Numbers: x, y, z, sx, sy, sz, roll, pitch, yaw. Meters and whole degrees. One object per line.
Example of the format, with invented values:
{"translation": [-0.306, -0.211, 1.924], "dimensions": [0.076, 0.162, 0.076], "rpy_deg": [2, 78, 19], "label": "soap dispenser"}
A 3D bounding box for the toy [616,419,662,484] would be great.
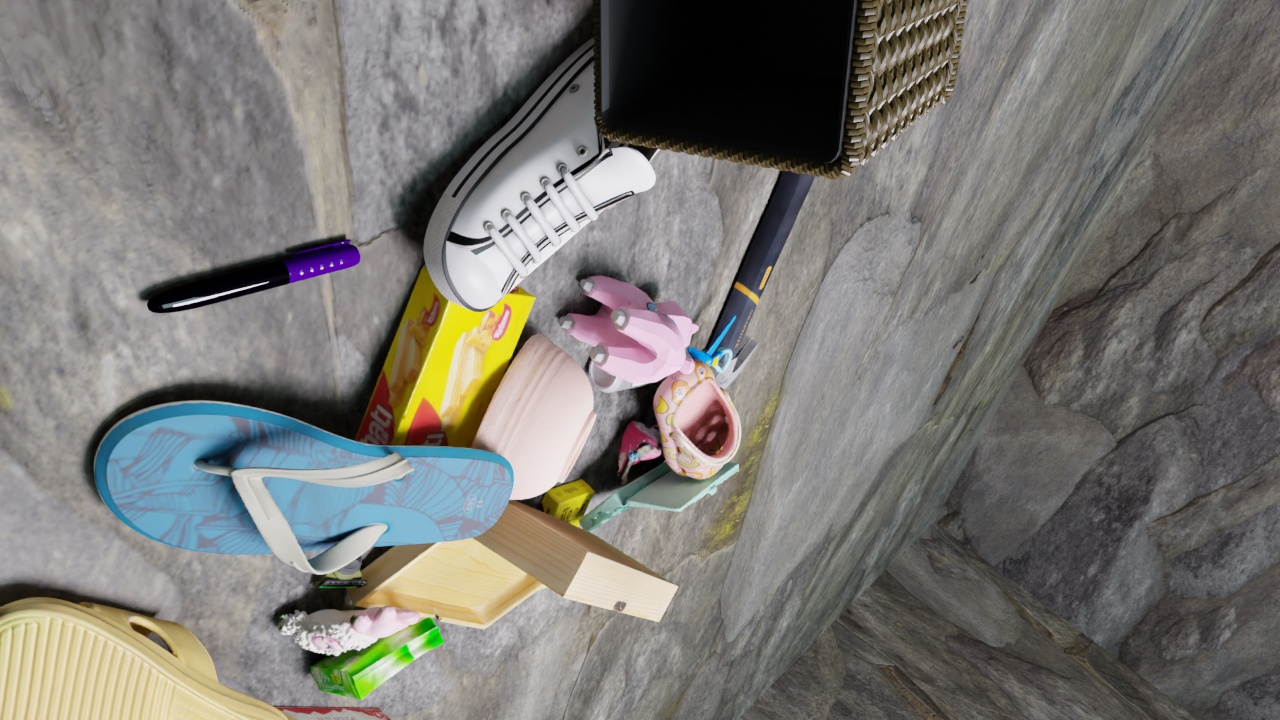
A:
{"translation": [-0.002, 0.093, 1.064], "dimensions": [0.066, 0.050, 0.102], "rpy_deg": [-41, -178, 24], "label": "toy"}

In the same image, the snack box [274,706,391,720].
{"translation": [-0.340, 0.376, 0.889], "dimensions": [0.076, 0.044, 0.273], "rpy_deg": [-55, 154, -6], "label": "snack box"}

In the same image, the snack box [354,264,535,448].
{"translation": [-0.160, 0.028, 0.716], "dimensions": [0.092, 0.042, 0.201], "rpy_deg": [4, 114, -58], "label": "snack box"}

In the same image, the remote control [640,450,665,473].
{"translation": [0.048, 0.085, 1.111], "dimensions": [0.045, 0.021, 0.141], "rpy_deg": [-23, 158, -53], "label": "remote control"}

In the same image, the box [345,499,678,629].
{"translation": [-0.116, 0.206, 0.908], "dimensions": [0.253, 0.118, 0.247], "rpy_deg": [-13, 155, 16], "label": "box"}

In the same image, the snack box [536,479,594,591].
{"translation": [-0.105, 0.206, 1.057], "dimensions": [0.061, 0.025, 0.149], "rpy_deg": [-11, 132, -52], "label": "snack box"}

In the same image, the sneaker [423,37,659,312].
{"translation": [-0.041, -0.127, 0.639], "dimensions": [0.245, 0.097, 0.091], "rpy_deg": [-49, 140, -14], "label": "sneaker"}

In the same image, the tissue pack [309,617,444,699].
{"translation": [-0.245, 0.275, 0.857], "dimensions": [0.099, 0.034, 0.114], "rpy_deg": [-26, -177, -40], "label": "tissue pack"}

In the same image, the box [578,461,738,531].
{"translation": [0.025, 0.151, 1.086], "dimensions": [0.139, 0.055, 0.186], "rpy_deg": [-22, 179, 27], "label": "box"}

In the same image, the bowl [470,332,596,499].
{"translation": [-0.085, 0.059, 0.790], "dimensions": [0.153, 0.076, 0.153], "rpy_deg": [29, 86, -86], "label": "bowl"}

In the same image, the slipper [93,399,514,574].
{"translation": [-0.212, 0.099, 0.634], "dimensions": [0.294, 0.060, 0.118], "rpy_deg": [11, 116, -39], "label": "slipper"}

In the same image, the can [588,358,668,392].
{"translation": [-0.006, 0.006, 0.945], "dimensions": [0.106, 0.044, 0.044], "rpy_deg": [-10, 132, -52], "label": "can"}

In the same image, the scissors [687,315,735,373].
{"translation": [0.071, 0.003, 1.012], "dimensions": [0.125, 0.013, 0.127], "rpy_deg": [-55, 159, 3], "label": "scissors"}

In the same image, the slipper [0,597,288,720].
{"translation": [-0.355, 0.238, 0.649], "dimensions": [0.099, 0.078, 0.263], "rpy_deg": [-44, 132, -9], "label": "slipper"}

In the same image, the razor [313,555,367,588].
{"translation": [-0.233, 0.139, 0.783], "dimensions": [0.044, 0.021, 0.144], "rpy_deg": [12, 115, -42], "label": "razor"}

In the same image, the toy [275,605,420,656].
{"translation": [-0.250, 0.235, 0.802], "dimensions": [0.109, 0.041, 0.095], "rpy_deg": [-14, 159, 15], "label": "toy"}

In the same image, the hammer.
{"translation": [0.123, -0.089, 1.042], "dimensions": [0.139, 0.035, 0.313], "rpy_deg": [-21, 140, -48], "label": "hammer"}

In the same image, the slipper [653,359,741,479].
{"translation": [0.074, 0.074, 0.997], "dimensions": [0.093, 0.081, 0.197], "rpy_deg": [-44, 148, -16], "label": "slipper"}

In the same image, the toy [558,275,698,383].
{"translation": [0.004, -0.025, 0.856], "dimensions": [0.157, 0.123, 0.067], "rpy_deg": [15, 112, -44], "label": "toy"}

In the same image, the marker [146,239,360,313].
{"translation": [-0.232, -0.052, 0.560], "dimensions": [0.133, 0.015, 0.018], "rpy_deg": [-24, 114, -42], "label": "marker"}

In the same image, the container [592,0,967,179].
{"translation": [0.103, -0.294, 0.526], "dimensions": [0.204, 0.177, 0.321], "rpy_deg": [-29, 128, -46], "label": "container"}
